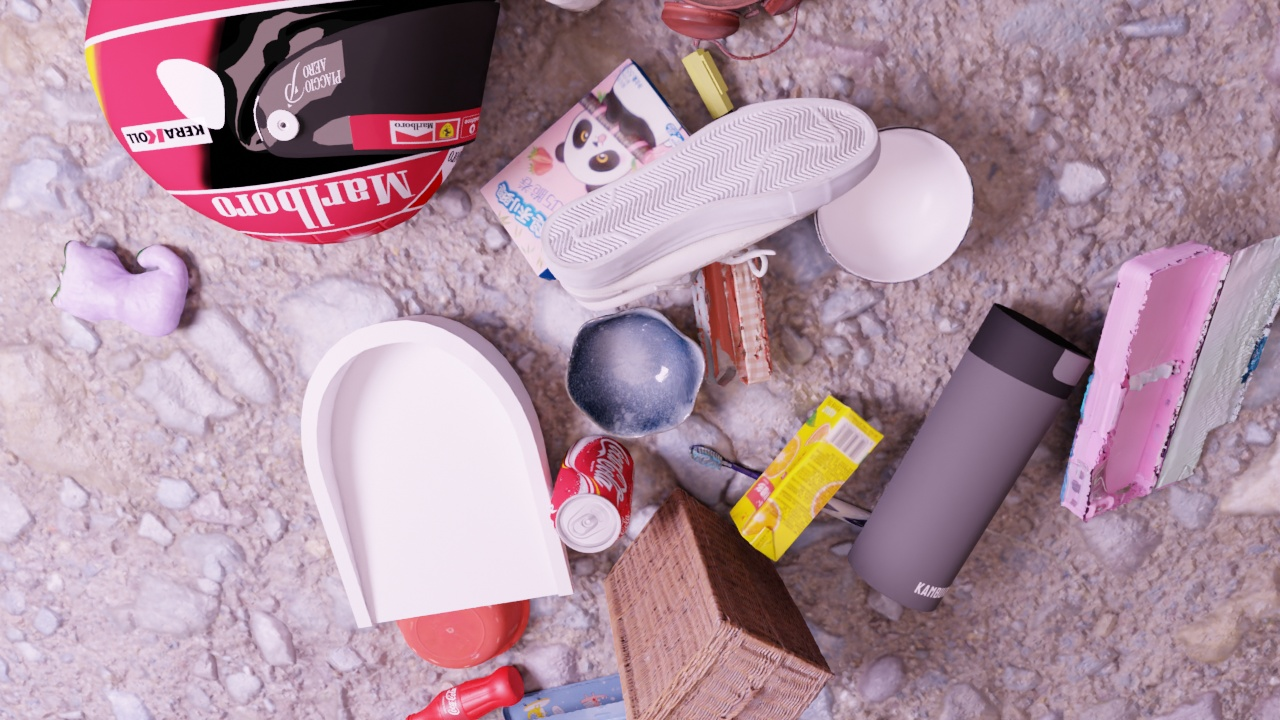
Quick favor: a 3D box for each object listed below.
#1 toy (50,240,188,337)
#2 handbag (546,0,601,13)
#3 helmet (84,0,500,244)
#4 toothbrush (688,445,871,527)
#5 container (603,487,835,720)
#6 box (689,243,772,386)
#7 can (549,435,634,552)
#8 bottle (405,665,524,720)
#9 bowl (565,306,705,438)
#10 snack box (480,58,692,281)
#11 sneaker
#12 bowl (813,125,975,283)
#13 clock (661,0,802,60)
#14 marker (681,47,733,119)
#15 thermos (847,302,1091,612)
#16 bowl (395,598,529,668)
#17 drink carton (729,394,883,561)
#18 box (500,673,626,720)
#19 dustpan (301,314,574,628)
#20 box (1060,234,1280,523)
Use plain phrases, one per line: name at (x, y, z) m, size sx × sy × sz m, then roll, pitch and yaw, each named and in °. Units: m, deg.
toy at (-0.421, -0.063, 0.749) m, size 0.099 × 0.036 × 0.080 m, roll 19°, pitch 99°, yaw -9°
handbag at (-0.057, -0.296, 0.571) m, size 0.072 × 0.194 × 0.139 m, roll 5°, pitch 105°, yaw 7°
helmet at (-0.214, -0.192, 0.612) m, size 0.271 × 0.197 × 0.225 m, roll -9°, pitch 108°, yaw -3°
toothbrush at (0.128, 0.113, 0.792) m, size 0.189 × 0.017 × 0.016 m, roll 22°, pitch 107°, yaw -6°
container at (0.055, 0.212, 0.737) m, size 0.112 × 0.198 × 0.114 m, roll 31°, pitch 105°, yaw -20°
box at (0.059, -0.069, 0.723) m, size 0.064 × 0.056 × 0.188 m, roll -10°, pitch 105°, yaw 0°
can at (-0.038, 0.109, 0.752) m, size 0.064 × 0.104 × 0.064 m, roll 1°, pitch 109°, yaw 2°
bottle at (-0.169, 0.325, 0.869) m, size 0.119 × 0.036 × 0.036 m, roll -25°, pitch 106°, yaw 11°
bowl at (-0.004, 0.004, 0.742) m, size 0.110 × 0.055 × 0.110 m, roll 1°, pitch 109°, yaw 2°
snack box at (-0.038, -0.141, 0.689) m, size 0.154 × 0.033 × 0.088 m, roll -38°, pitch 76°, yaw 14°
sneaker at (0.052, -0.104, 0.651) m, size 0.242 × 0.091 × 0.089 m, roll -23°, pitch 62°, yaw 2°
bowl at (0.184, -0.119, 0.687) m, size 0.113 × 0.063 × 0.113 m, roll 1°, pitch 109°, yaw 2°
clock at (0.060, -0.286, 0.631) m, size 0.121 × 0.072 × 0.158 m, roll -20°, pitch 106°, yaw 9°
marker at (0.070, -0.177, 0.695) m, size 0.017 × 0.021 × 0.124 m, roll -42°, pitch 109°, yaw -31°
thermos at (0.260, 0.079, 0.735) m, size 0.082 × 0.082 × 0.241 m, roll 24°, pitch 106°, yaw -6°
bowl at (-0.168, 0.232, 0.832) m, size 0.130 × 0.045 × 0.131 m, roll 1°, pitch 109°, yaw 2°
drink carton at (0.134, 0.096, 0.753) m, size 0.043 × 0.058 × 0.134 m, roll 39°, pitch 94°, yaw -10°
box at (-0.029, 0.329, 0.874) m, size 0.210 × 0.058 × 0.068 m, roll -14°, pitch 137°, yaw 9°
dustpan at (-0.176, 0.093, 0.756) m, size 0.191 × 0.053 × 0.258 m, roll -10°, pitch 97°, yaw 5°
box at (0.415, 0.011, 0.712) m, size 0.159 × 0.035 × 0.231 m, roll -16°, pitch 126°, yaw -18°
